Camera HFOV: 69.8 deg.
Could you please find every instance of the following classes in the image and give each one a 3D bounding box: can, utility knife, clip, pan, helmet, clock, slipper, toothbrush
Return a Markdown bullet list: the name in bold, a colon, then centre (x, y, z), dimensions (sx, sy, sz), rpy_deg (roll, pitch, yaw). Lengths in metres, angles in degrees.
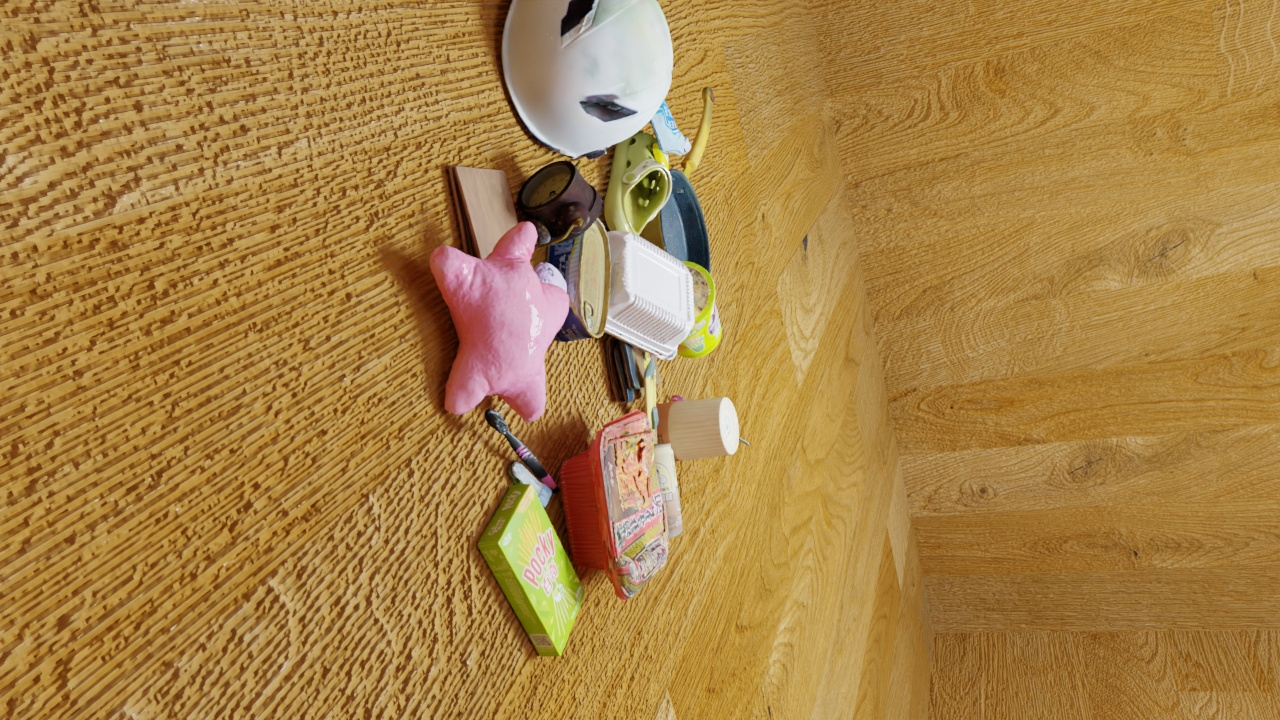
- **can**: centre (-0.071, -0.093, 1.050), dimensions (0.074, 0.049, 0.148), rpy_deg (39, 48, -57)
- **utility knife**: centre (0.014, 0.083, 1.195), dimensions (0.030, 0.020, 0.188), rpy_deg (-43, 143, -48)
- **clip**: centre (-0.114, 0.123, 0.922), dimensions (0.058, 0.045, 0.027), rpy_deg (58, 36, -25)
- **pan**: centre (0.072, -0.261, 1.398), dimensions (0.197, 0.078, 0.356), rpy_deg (41, 46, -57)
- **helmet**: centre (-0.044, -0.360, 1.079), dimensions (0.257, 0.146, 0.229), rpy_deg (-54, 131, -57)
- **clock**: centre (-0.089, -0.163, 0.990), dimensions (0.055, 0.082, 0.121), rpy_deg (52, 30, -41)
- **can**: centre (0.018, 0.165, 1.162), dimensions (0.058, 0.059, 0.116), rpy_deg (-3, 85, -66)
- **slipper**: centre (0.006, -0.235, 1.239), dimensions (0.092, 0.082, 0.190), rpy_deg (60, 34, -45)
- **toothbrush**: centre (-0.112, 0.096, 0.909), dimensions (0.014, 0.018, 0.189), rpy_deg (-42, 147, -10)

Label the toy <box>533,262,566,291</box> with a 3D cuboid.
- **toy**: centre (-0.110, -0.061, 0.958), dimensions (0.107, 0.039, 0.084), rpy_deg (-55, 137, -47)

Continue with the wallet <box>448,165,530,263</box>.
- **wallet**: centre (-0.151, -0.138, 0.923), dimensions (0.101, 0.020, 0.115), rpy_deg (-25, 103, -68)

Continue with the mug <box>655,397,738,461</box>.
- **mug**: centre (0.078, 0.102, 1.258), dimensions (0.114, 0.106, 0.081), rpy_deg (53, 37, -48)

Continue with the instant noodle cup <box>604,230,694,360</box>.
- **instant noodle cup**: centre (0.004, -0.089, 1.149), dimensions (0.173, 0.060, 0.137), rpy_deg (24, 55, -42)

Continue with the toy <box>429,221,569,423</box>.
- **toy**: centre (-0.122, -0.030, 0.869), dimensions (0.178, 0.075, 0.195), rpy_deg (-24, 115, -49)

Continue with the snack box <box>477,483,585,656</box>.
- **snack box**: centre (-0.104, 0.208, 0.908), dimensions (0.085, 0.026, 0.156), rpy_deg (-65, 140, -53)

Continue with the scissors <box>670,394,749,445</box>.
- **scissors**: centre (0.100, 0.090, 1.333), dimensions (0.017, 0.133, 0.131), rpy_deg (-58, 177, -13)

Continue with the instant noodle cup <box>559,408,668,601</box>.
- **instant noodle cup**: centre (-0.029, 0.156, 1.023), dimensions (0.164, 0.079, 0.189), rpy_deg (-15, 97, -70)

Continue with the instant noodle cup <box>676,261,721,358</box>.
- **instant noodle cup**: centre (0.064, -0.061, 1.292), dimensions (0.123, 0.112, 0.111), rpy_deg (55, 34, -60)

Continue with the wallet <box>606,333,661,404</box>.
- **wallet**: centre (-0.007, 0.007, 1.192), dimensions (0.115, 0.033, 0.090), rpy_deg (-11, 92, -70)

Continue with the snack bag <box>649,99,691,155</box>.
- **snack bag**: centre (0.008, -0.363, 1.257), dimensions (0.191, 0.039, 0.110), rpy_deg (60, 14, 4)
